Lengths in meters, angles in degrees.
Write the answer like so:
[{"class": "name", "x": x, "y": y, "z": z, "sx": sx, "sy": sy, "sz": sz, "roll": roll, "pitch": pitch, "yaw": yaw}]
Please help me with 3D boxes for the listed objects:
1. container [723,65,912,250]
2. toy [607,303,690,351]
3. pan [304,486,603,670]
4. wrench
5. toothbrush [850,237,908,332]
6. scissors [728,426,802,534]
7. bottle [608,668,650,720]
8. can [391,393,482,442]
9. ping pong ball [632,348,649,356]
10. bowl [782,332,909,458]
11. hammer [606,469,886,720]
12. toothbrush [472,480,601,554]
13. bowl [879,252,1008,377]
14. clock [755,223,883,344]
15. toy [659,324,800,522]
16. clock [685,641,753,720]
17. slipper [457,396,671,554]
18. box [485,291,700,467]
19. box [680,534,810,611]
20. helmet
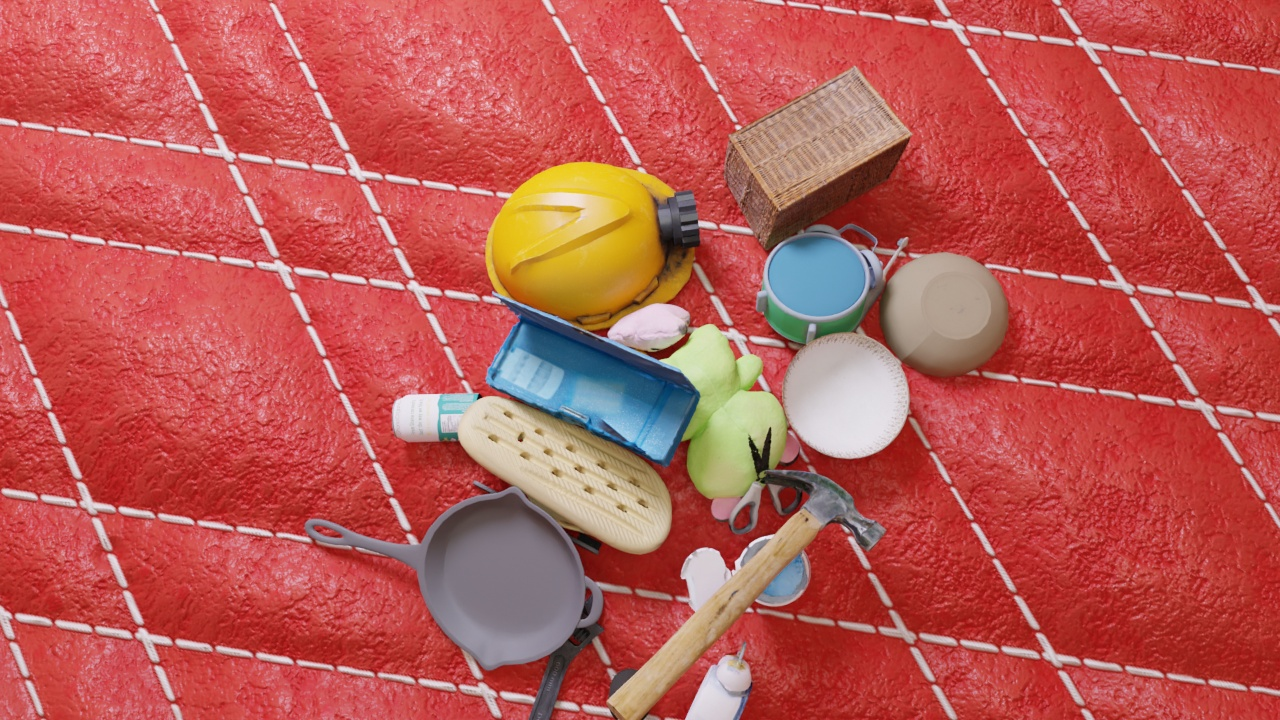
[{"class": "container", "x": 0.202, "y": -0.239, "z": 1.085, "sx": 0.198, "sy": 0.114, "sz": 0.112, "roll": -29, "pitch": 76, "yaw": -7}, {"class": "toy", "x": 0.009, "y": -0.037, "z": 1.062, "sx": 0.096, "sy": 0.099, "sz": 0.053, "roll": -9, "pitch": 101, "yaw": 8}, {"class": "pan", "x": -0.210, "y": 0.226, "z": 1.022, "sx": 0.355, "sy": 0.024, "sz": 0.217, "roll": 12, "pitch": 102, "yaw": 10}, {"class": "wrench", "x": -0.105, "y": 0.374, "z": 1.019, "sx": 0.073, "sy": 0.018, "sz": 0.273, "roll": 19, "pitch": 81, "yaw": 4}, {"class": "toothbrush", "x": 0.272, "y": -0.076, "z": 1.100, "sx": 0.022, "sy": 0.024, "sz": 0.185, "roll": 40, "pitch": 80, "yaw": -29}, {"class": "scissors", "x": 0.141, "y": 0.131, "z": 1.009, "sx": 0.150, "sy": 0.012, "sz": 0.165, "roll": 7, "pitch": 122, "yaw": -34}, {"class": "bottle", "x": -0.011, "y": 0.351, "z": 0.937, "sx": 0.045, "sy": 0.185, "sz": 0.045, "roll": 0, "pitch": 79, "yaw": 0}, {"class": "can", "x": -0.230, "y": 0.066, "z": 1.056, "sx": 0.101, "sy": 0.055, "sz": 0.055, "roll": -2, "pitch": 79, "yaw": -1}, {"class": "ping pong ball", "x": -0.006, "y": 0.006, "z": 1.075, "sx": 0.040, "sy": 0.040, "sz": 0.040, "roll": 0, "pitch": 79, "yaw": 0}, {"class": "bowl", "x": 0.227, "y": 0.043, "z": 1.053, "sx": 0.145, "sy": 0.063, "sz": 0.145, "roll": 1, "pitch": 82, "yaw": -5}, {"class": "hammer", "x": 0.094, "y": 0.229, "z": 0.905, "sx": 0.329, "sy": 0.033, "sz": 0.132, "roll": -38, "pitch": 70, "yaw": -26}, {"class": "toothbrush", "x": -0.120, "y": 0.179, "z": 1.057, "sx": 0.167, "sy": 0.013, "sz": 0.013, "roll": 27, "pitch": 72, "yaw": 5}, {"class": "bowl", "x": 0.364, "y": -0.059, "z": 1.083, "sx": 0.152, "sy": 0.050, "sz": 0.152, "roll": 0, "pitch": 79, "yaw": 0}, {"class": "clock", "x": 0.216, "y": -0.096, "z": 1.077, "sx": 0.122, "sy": 0.075, "sz": 0.161, "roll": 37, "pitch": 71, "yaw": 20}, {"class": "toy", "x": 0.094, "y": 0.063, "z": 1.032, "sx": 0.150, "sy": 0.107, "sz": 0.197, "roll": -37, "pitch": 83, "yaw": -13}, {"class": "clock", "x": 0.089, "y": 0.362, "z": 0.986, "sx": 0.052, "sy": 0.089, "sz": 0.125, "roll": 25, "pitch": 81, "yaw": 11}, {"class": "slipper", "x": -0.086, "y": 0.130, "z": 1.032, "sx": 0.261, "sy": 0.079, "sz": 0.111, "roll": 30, "pitch": 57, "yaw": -3}, {"class": "box", "x": -0.063, "y": 0.017, "z": 0.963, "sx": 0.232, "sy": 0.112, "sz": 0.094, "roll": 24, "pitch": 79, "yaw": 19}, {"class": "box", "x": 0.115, "y": 0.232, "z": 0.986, "sx": 0.136, "sy": 0.147, "sz": 0.084, "roll": -7, "pitch": 76, "yaw": 8}, {"class": "helmet", "x": -0.061, "y": -0.147, "z": 1.059, "sx": 0.255, "sy": 0.131, "sz": 0.205, "roll": -9, "pitch": 80, "yaw": -1}]
